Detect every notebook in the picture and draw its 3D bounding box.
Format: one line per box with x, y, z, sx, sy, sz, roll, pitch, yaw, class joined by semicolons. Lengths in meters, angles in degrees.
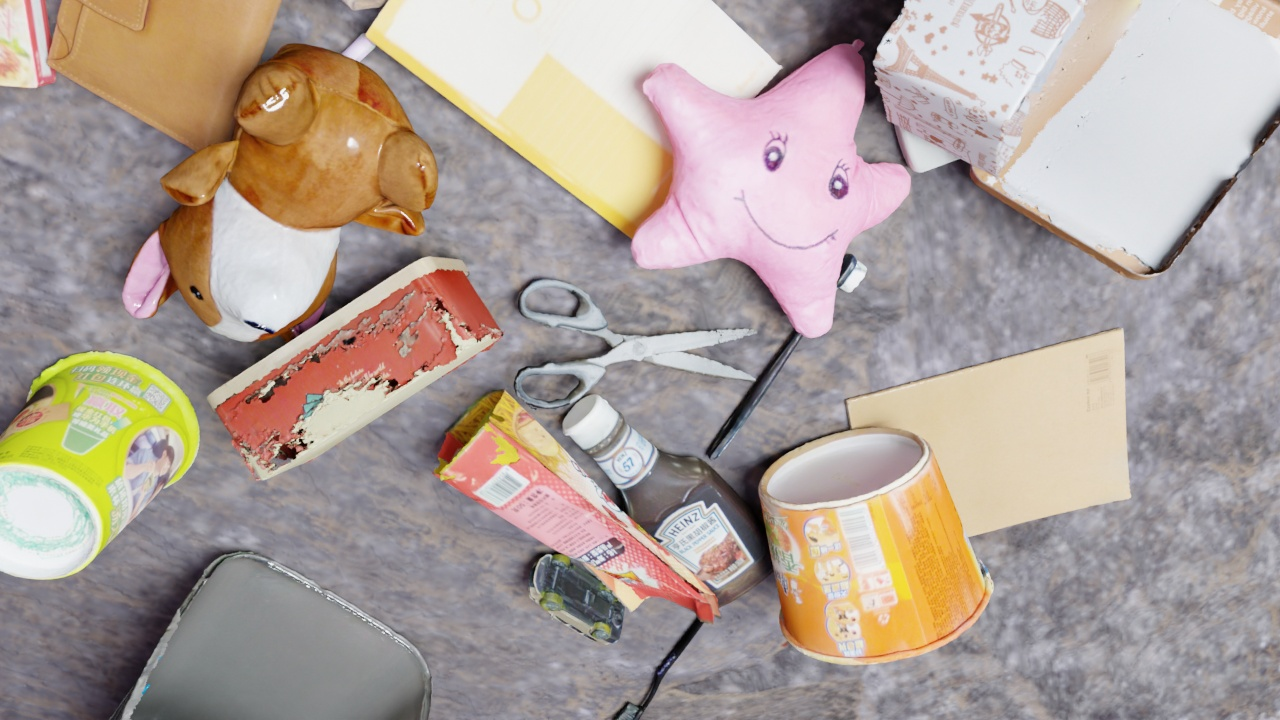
-0.035;-0.184;0.546;0.206;0.010;0.146;35;106;-26;notebook
0.271;0.068;0.706;0.211;0.012;0.149;-15;114;1;notebook

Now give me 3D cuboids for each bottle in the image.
0.019;0.101;0.676;0.080;0.044;0.195;-38;112;13;bottle

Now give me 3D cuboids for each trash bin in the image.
-0.300;0.295;0.656;0.198;0.198;0.220;39;111;-19;trash bin

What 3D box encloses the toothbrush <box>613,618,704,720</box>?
0.027;0.242;0.757;0.017;0.014;0.189;30;108;-5;toothbrush

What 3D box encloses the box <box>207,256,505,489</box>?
-0.171;0.011;0.577;0.168;0.091;0.077;-32;91;8;box

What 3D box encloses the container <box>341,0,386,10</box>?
-0.165;-0.253;0.471;0.111;0.090;0.090;34;107;-16;container

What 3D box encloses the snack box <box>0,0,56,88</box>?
-0.411;-0.196;0.503;0.153;0.025;0.075;3;114;-8;snack box

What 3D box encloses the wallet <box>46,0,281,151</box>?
-0.260;-0.190;0.503;0.108;0.031;0.132;30;122;-13;wallet

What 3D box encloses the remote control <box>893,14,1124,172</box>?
0.236;-0.172;0.585;0.150;0.021;0.058;-20;108;2;remote control

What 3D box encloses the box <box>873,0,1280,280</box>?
0.252;-0.171;0.486;0.205;0.158;0.181;36;98;12;box

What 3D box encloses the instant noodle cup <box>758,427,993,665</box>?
0.156;0.121;0.642;0.151;0.151;0.111;-19;104;2;instant noodle cup

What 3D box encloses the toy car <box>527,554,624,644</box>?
-0.051;0.185;0.706;0.035;0.042;0.090;-31;122;32;toy car

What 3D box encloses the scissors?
-0.008;-0.011;0.628;0.163;0.014;0.165;-40;101;-6;scissors

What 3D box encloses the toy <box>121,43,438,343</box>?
-0.205;-0.076;0.528;0.140;0.130;0.200;25;128;-38;toy

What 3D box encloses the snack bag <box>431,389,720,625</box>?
-0.045;0.112;0.639;0.208;0.129;0.073;43;63;-15;snack bag

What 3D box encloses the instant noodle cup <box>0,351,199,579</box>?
-0.355;0.069;0.575;0.111;0.123;0.112;-2;114;-5;instant noodle cup

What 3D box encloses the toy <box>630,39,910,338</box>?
0.081;-0.119;0.563;0.194;0.074;0.179;23;100;-24;toy

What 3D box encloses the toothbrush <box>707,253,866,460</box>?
0.101;0.002;0.655;0.018;0.015;0.181;27;109;-26;toothbrush

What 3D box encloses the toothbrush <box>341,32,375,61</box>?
-0.201;-0.152;0.549;0.190;0.020;0.029;-37;156;11;toothbrush
